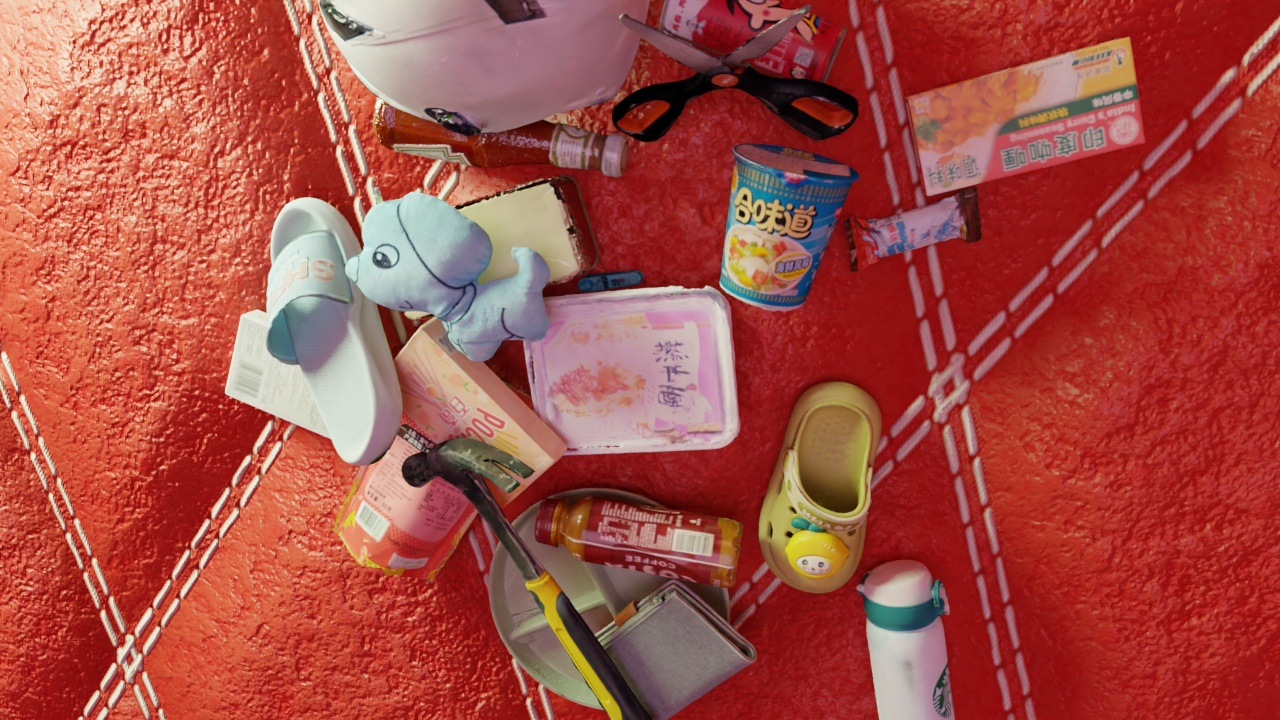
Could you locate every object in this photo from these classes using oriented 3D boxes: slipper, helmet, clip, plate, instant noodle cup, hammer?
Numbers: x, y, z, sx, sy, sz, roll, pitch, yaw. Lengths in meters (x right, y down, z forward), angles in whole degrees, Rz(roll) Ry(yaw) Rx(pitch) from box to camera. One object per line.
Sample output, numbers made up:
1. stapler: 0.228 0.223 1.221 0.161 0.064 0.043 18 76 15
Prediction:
1. slipper: 0.149 0.113 0.765 0.092 0.081 0.191 11 104 11
2. slipper: -0.272 -0.024 0.774 0.104 0.074 0.245 -38 67 34
3. helmet: -0.124 -0.286 0.646 0.259 0.146 0.229 4 89 8
4. clip: -0.025 -0.068 0.780 0.057 0.046 0.014 -4 103 12
5. plate: -0.030 0.222 0.856 0.230 0.027 0.230 3 106 10
6. instant noodle cup: -0.005 0.005 0.775 0.173 0.060 0.138 -4 104 11
7. instant noodle cup: 0.106 -0.102 0.711 0.099 0.099 0.110 15 115 7
8. hammer: -0.079 0.203 0.789 0.126 0.031 0.323 -20 107 44

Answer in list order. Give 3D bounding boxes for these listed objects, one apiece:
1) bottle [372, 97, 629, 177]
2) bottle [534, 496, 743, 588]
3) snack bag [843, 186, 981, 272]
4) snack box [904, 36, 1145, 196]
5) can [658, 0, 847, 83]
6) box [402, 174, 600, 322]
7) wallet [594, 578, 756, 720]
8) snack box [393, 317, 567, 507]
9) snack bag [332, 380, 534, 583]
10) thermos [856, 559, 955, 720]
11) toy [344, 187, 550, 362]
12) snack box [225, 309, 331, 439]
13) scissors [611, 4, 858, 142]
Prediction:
1. bottle: -0.112 -0.184 0.745 0.206 0.059 0.060 12 107 7
2. bottle: -0.002 0.151 0.786 0.175 0.057 0.057 9 106 9
3. snack bag: 0.213 -0.102 0.720 0.104 0.026 0.048 -10 115 14
4. snack box: 0.284 -0.180 0.684 0.156 0.027 0.077 -13 104 14
5. can: 0.084 -0.248 0.691 0.133 0.053 0.053 23 108 4
6. box: -0.127 -0.090 0.764 0.168 0.077 0.091 -14 102 15
7. wallet: 0.023 0.258 0.820 0.106 0.036 0.130 44 120 -2
8. snack box: -0.144 0.046 0.777 0.157 0.026 0.085 45 125 -3
9. snack bag: -0.192 0.098 0.839 0.128 0.073 0.208 29 101 -2
10. thermos: 0.239 0.283 0.799 0.073 0.073 0.224 -8 103 13
11. toy: -0.153 -0.070 0.718 0.162 0.049 0.156 -19 101 17
12. snack box: -0.305 0.020 0.855 0.157 0.026 0.085 21 108 5
13. scissors: 0.066 -0.194 0.654 0.220 0.231 0.021 6 81 -26
